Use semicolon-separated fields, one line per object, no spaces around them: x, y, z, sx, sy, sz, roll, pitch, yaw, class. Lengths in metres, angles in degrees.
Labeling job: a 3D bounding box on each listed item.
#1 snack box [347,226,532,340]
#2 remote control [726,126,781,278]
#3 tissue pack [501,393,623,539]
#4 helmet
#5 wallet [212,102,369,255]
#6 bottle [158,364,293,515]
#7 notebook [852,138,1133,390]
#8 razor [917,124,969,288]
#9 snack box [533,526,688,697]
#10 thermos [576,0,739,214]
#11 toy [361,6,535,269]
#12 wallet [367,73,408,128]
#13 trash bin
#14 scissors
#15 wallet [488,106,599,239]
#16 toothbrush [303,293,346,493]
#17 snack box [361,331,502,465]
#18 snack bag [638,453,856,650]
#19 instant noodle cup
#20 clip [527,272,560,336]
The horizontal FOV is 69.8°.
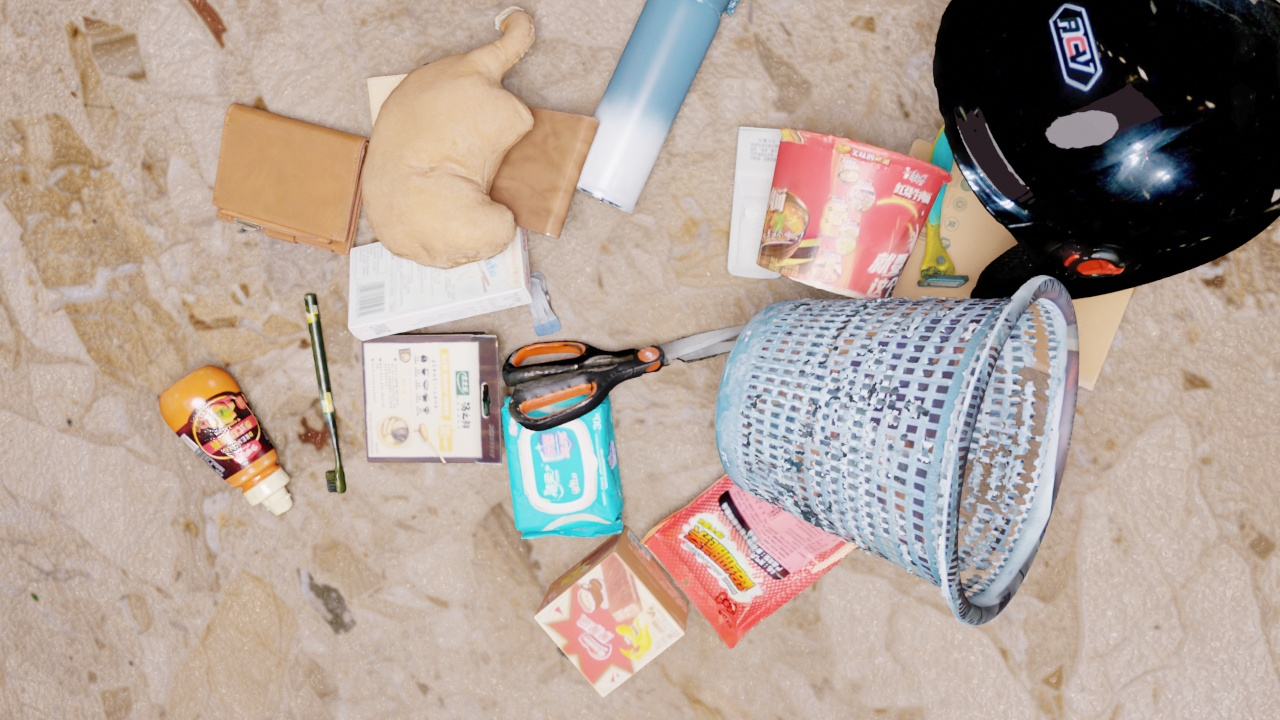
-0.173;-0.073;0.785;0.157;0.027;0.084;-12;61;7;snack box
0.101;-0.132;0.774;0.049;0.024;0.125;4;97;4;remote control
-0.067;0.091;0.804;0.093;0.050;0.133;-7;96;5;tissue pack
0.319;-0.167;0.629;0.231;0.274;0.233;-14;75;42;helmet
-0.307;-0.158;0.805;0.132;0.031;0.108;16;102;8;wallet
-0.365;0.078;0.829;0.067;0.066;0.149;-32;100;8;bottle
0.299;-0.080;0.757;0.208;0.008;0.148;21;92;5;notebook
0.244;-0.125;0.743;0.043;0.028;0.132;0;94;-18;razor
-0.023;0.217;0.801;0.094;0.077;0.093;-40;92;9;snack box
0.012;-0.231;0.751;0.070;0.070;0.220;27;98;2;thermos
-0.153;-0.186;0.744;0.143;0.082;0.226;10;87;10;toy
-0.189;-0.190;0.796;0.087;0.024;0.115;-4;95;5;wallet
0.170;0.042;0.641;0.195;0.226;0.226;14;99;39;trash bin
-0.011;-0.009;0.790;0.233;0.161;0.022;-30;135;-21;scissors
-0.093;-0.159;0.759;0.115;0.020;0.101;20;92;36;wallet
-0.290;0.031;0.838;0.017;0.012;0.186;-5;97;17;toothbrush
-0.178;0.032;0.806;0.126;0.053;0.113;0;96;6;snack box
0.114;0.142;0.789;0.208;0.073;0.128;-40;89;14;snack bag
0.159;-0.109;0.715;0.138;0.137;0.109;16;100;3;instant noodle cup
-0.088;-0.049;0.805;0.024;0.026;0.056;-13;105;8;clip
